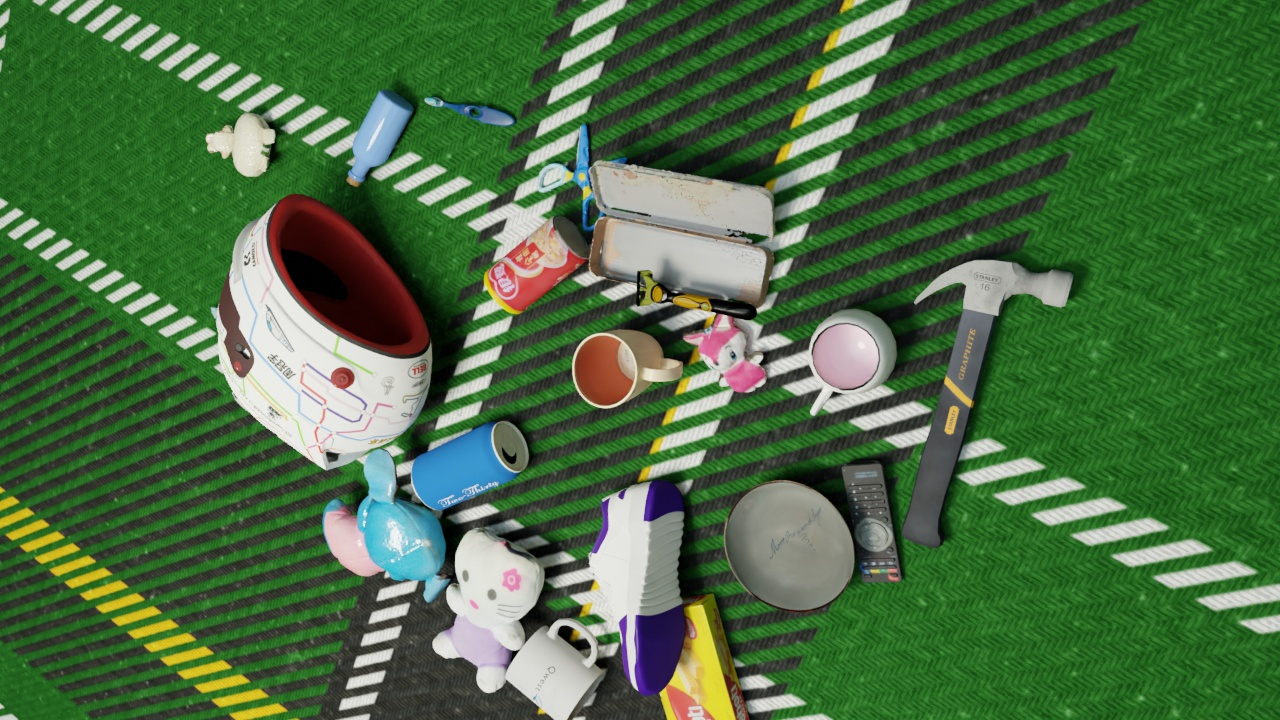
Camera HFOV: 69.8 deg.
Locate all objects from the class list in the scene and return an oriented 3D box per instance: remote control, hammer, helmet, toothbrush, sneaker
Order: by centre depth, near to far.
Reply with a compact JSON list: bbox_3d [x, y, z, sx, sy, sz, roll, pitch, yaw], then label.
[{"bbox_3d":[0.334,0.049,0.952,0.139,0.035,0.313,15,105,23],"label":"hammer"},{"bbox_3d":[0.257,0.179,1.015,0.045,0.021,0.140,-7,100,26],"label":"remote control"},{"bbox_3d":[-0.015,0.265,1.089,0.111,0.091,0.244,-7,74,39],"label":"sneaker"},{"bbox_3d":[-0.214,-0.312,1.147,0.132,0.016,0.021,19,108,21],"label":"toothbrush"},{"bbox_3d":[-0.411,-0.021,1.163,0.237,0.230,0.314,-40,87,27],"label":"helmet"}]

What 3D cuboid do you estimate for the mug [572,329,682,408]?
[{"bbox_3d":[-0.006,0.006,1.058,0.112,0.104,0.085,8,102,22],"label":"mug"}]

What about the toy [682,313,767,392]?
[{"bbox_3d":[0.099,-0.006,1.042,0.066,0.050,0.102,-39,87,20],"label":"toy"}]

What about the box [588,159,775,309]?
[{"bbox_3d":[0.044,-0.143,1.034,0.217,0.071,0.157,14,132,21],"label":"box"}]

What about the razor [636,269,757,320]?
[{"bbox_3d":[0.061,-0.067,1.025,0.144,0.021,0.044,13,121,19],"label":"razor"}]

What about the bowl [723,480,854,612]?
[{"bbox_3d":[0.173,0.203,1.035,0.151,0.056,0.151,4,99,24],"label":"bowl"}]

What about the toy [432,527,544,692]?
[{"bbox_3d":[-0.192,0.322,1.201,0.138,0.085,0.210,29,113,27],"label":"toy"}]

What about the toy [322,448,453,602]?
[{"bbox_3d":[-0.349,0.231,1.239,0.192,0.098,0.224,-8,115,33],"label":"toy"}]

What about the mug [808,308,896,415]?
[{"bbox_3d":[0.216,0.005,0.973,0.090,0.076,0.124,33,110,16],"label":"mug"}]

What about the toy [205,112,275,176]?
[{"bbox_3d":[-0.547,-0.301,1.279,0.112,0.050,0.087,11,103,26],"label":"toy"}]

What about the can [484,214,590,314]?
[{"bbox_3d":[-0.125,-0.116,1.111,0.125,0.066,0.066,-35,83,24],"label":"can"}]

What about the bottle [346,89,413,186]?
[{"bbox_3d":[-0.346,-0.284,1.193,0.048,0.048,0.131,42,112,13],"label":"bottle"}]

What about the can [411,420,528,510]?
[{"bbox_3d":[-0.223,0.136,1.189,0.146,0.078,0.079,-25,88,25],"label":"can"}]

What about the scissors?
[{"bbox_3d":[-0.073,-0.219,1.103,0.131,0.014,0.125,7,102,20],"label":"scissors"}]

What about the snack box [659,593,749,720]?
[{"bbox_3d":[0.069,0.391,1.120,0.092,0.042,0.200,-15,92,27],"label":"snack box"}]

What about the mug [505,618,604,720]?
[{"bbox_3d":[-0.101,0.389,1.176,0.096,0.083,0.120,34,102,16],"label":"mug"}]

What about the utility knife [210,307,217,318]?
[{"bbox_3d":[-0.538,-0.049,1.333,0.234,0.020,0.029,13,102,21],"label":"utility knife"}]
